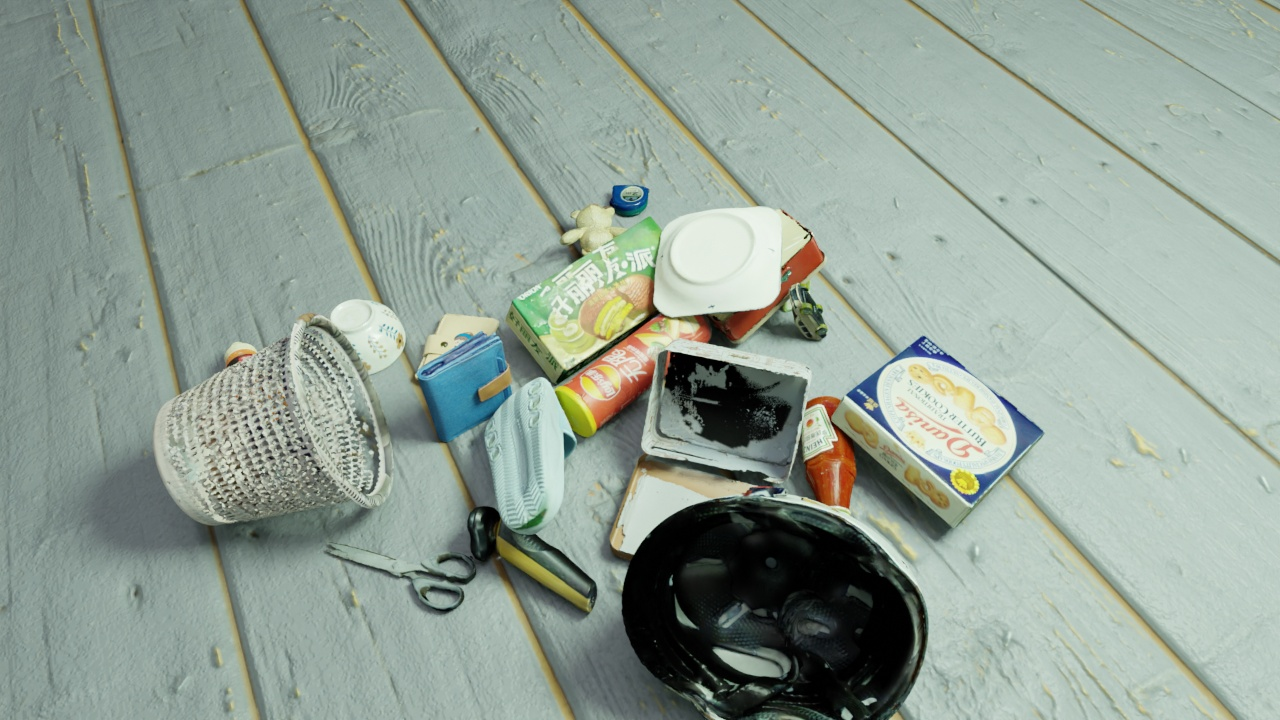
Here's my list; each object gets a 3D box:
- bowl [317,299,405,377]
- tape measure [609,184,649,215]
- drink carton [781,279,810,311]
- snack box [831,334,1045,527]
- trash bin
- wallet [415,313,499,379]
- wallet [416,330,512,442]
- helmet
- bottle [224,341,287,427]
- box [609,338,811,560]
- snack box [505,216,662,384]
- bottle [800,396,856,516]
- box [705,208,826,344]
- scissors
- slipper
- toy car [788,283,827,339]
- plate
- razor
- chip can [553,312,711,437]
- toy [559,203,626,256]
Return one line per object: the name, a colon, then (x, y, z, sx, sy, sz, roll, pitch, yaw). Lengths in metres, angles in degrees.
bowl: (-0.370, -0.040, 1.202, 0.113, 0.062, 0.113, 0, 50, 0)
tape measure: (-0.017, -0.241, 1.383, 0.058, 0.025, 0.054, 1, 52, 8)
drink carton: (0.188, -0.128, 1.262, 0.045, 0.054, 0.122, -18, 52, -8)
snack box: (0.343, 0.074, 1.054, 0.182, 0.046, 0.178, -31, 65, -36)
trash bin: (-0.410, 0.084, 1.018, 0.192, 0.228, 0.227, -19, 51, 2)
wallet: (-0.242, -0.015, 1.202, 0.087, 0.024, 0.115, 6, 51, 8)
wallet: (-0.204, 0.033, 1.088, 0.106, 0.133, 0.040, -30, 59, -21)
helmet: (0.132, 0.226, 0.884, 0.274, 0.230, 0.156, 11, 9, 12)
bottle: (-0.493, 0.023, 1.157, 0.066, 0.067, 0.149, -26, 46, -19)
box: (0.083, 0.113, 1.039, 0.179, 0.126, 0.273, 13, 79, 12)
snack box: (-0.047, -0.080, 1.199, 0.239, 0.063, 0.114, -34, 83, -24)
bottle: (0.214, 0.134, 1.035, 0.060, 0.060, 0.205, 1, 50, 3)
box: (0.146, -0.114, 1.187, 0.168, 0.079, 0.091, -43, 51, 1)
scissors: (-0.268, 0.233, 1.000, 0.174, 0.014, 0.135, -13, 50, -9)
slipper: (-0.116, 0.107, 1.036, 0.104, 0.074, 0.245, -44, 30, 16)
toy car: (0.213, -0.062, 1.183, 0.035, 0.090, 0.042, -22, 49, 20)
plate: (0.095, -0.134, 1.155, 0.164, 0.034, 0.164, -5, 58, 17)
razor: (-0.117, 0.216, 0.990, 0.167, 0.062, 0.067, 31, 87, 18)
chip can: (-0.007, 0.007, 1.143, 0.216, 0.073, 0.073, -37, 58, -26)
toy: (-0.061, -0.155, 1.294, 0.105, 0.066, 0.157, -5, 57, -4)
